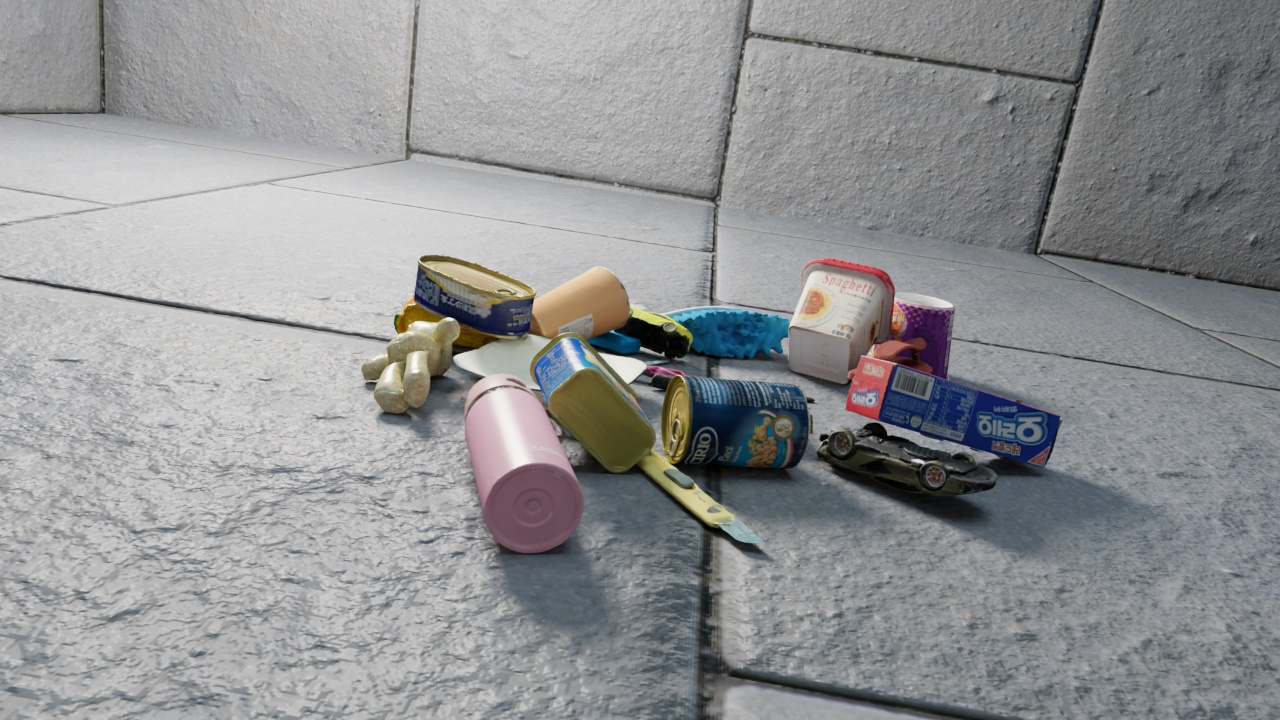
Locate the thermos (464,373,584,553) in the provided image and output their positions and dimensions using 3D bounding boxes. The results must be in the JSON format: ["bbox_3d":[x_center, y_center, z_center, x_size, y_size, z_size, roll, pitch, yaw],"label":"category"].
[{"bbox_3d":[-0.084,0.069,0.678,0.087,0.067,0.198,25,8,-20],"label":"thermos"}]

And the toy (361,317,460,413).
[{"bbox_3d":[-0.208,0.004,0.857,0.105,0.066,0.157,-33,18,9],"label":"toy"}]

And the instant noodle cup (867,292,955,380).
[{"bbox_3d":[0.351,-0.032,1.181,0.111,0.099,0.111,6,15,-2],"label":"instant noodle cup"}]

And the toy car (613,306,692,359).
[{"bbox_3d":[0.013,-0.038,1.094,0.105,0.048,0.032,20,52,21],"label":"toy car"}]

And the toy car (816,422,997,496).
[{"bbox_3d":[0.227,0.089,0.795,0.158,0.042,0.070,16,14,41],"label":"toy car"}]

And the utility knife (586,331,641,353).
[{"bbox_3d":[-0.084,-0.037,1.122,0.182,0.018,0.034,16,20,28],"label":"utility knife"}]

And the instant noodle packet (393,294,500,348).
[{"bbox_3d":[-0.212,-0.046,1.046,0.128,0.044,0.110,6,12,-7],"label":"instant noodle packet"}]

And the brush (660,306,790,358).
[{"bbox_3d":[0.027,-0.045,1.157,0.314,0.060,0.109,2,12,-14],"label":"brush"}]

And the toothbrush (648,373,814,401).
[{"bbox_3d":[0.101,0.031,0.987,0.189,0.017,0.014,6,22,-12],"label":"toothbrush"}]

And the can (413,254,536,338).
[{"bbox_3d":[-0.180,-0.070,0.985,0.148,0.049,0.074,22,22,26],"label":"can"}]

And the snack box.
[{"bbox_3d":[0.296,0.049,0.860,0.207,0.057,0.058,15,2,-22],"label":"snack box"}]

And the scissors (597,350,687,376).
[{"bbox_3d":[-0.006,0.006,1.022,0.134,0.017,0.133,16,14,38],"label":"scissors"}]

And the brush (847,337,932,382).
[{"bbox_3d":[0.296,0.010,1.057,0.063,0.069,0.145,20,19,31],"label":"brush"}]

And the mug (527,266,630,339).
[{"bbox_3d":[-0.081,-0.052,1.047,0.078,0.078,0.122,22,37,39],"label":"mug"}]

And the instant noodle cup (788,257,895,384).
[{"bbox_3d":[0.237,-0.045,1.116,0.116,0.117,0.123,16,49,24],"label":"instant noodle cup"}]

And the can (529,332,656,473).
[{"bbox_3d":[-0.039,0.035,0.758,0.102,0.057,0.083,47,3,-24],"label":"can"}]

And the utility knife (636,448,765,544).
[{"bbox_3d":[0.037,0.103,0.713,0.030,0.019,0.183,-7,26,-28],"label":"utility knife"}]

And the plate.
[{"bbox_3d":[-0.088,0.016,0.905,0.164,0.034,0.163,13,16,17],"label":"plate"}]

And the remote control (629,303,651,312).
[{"bbox_3d":[-0.046,-0.071,1.250,0.125,0.024,0.048,14,16,23],"label":"remote control"}]

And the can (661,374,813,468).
[{"bbox_3d":[0.081,0.053,0.786,0.111,0.075,0.075,4,16,-15],"label":"can"}]
